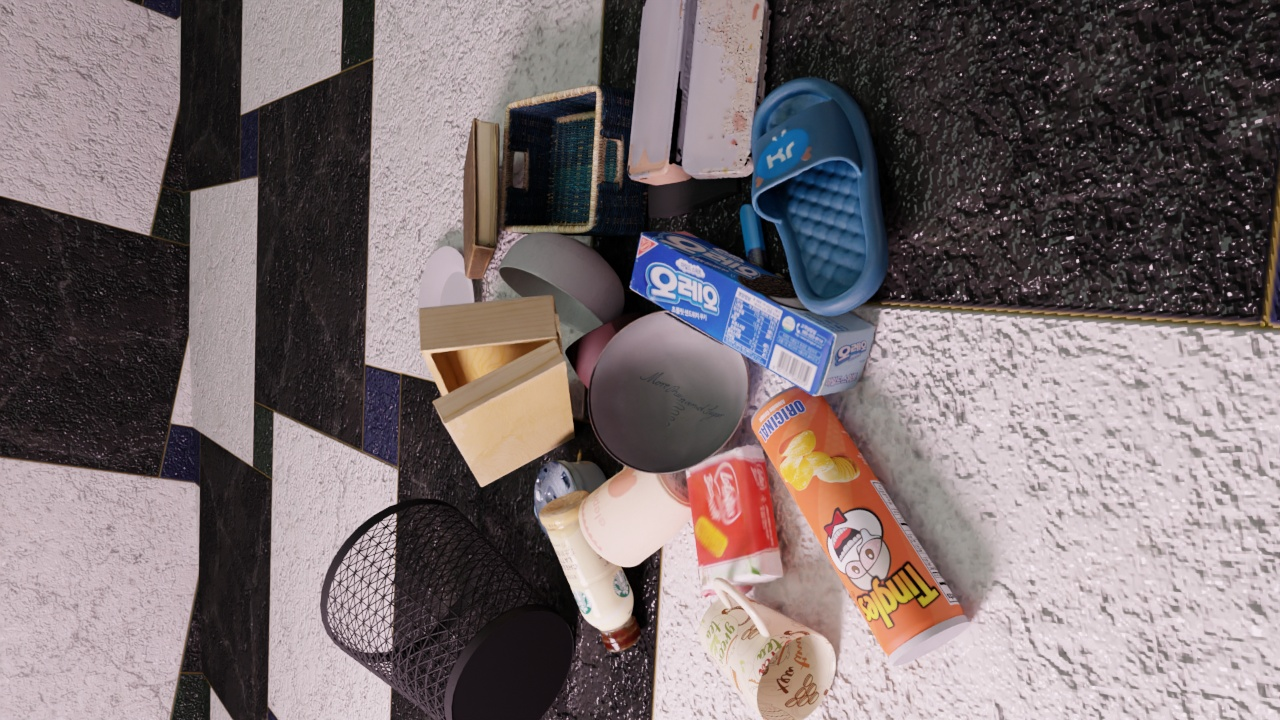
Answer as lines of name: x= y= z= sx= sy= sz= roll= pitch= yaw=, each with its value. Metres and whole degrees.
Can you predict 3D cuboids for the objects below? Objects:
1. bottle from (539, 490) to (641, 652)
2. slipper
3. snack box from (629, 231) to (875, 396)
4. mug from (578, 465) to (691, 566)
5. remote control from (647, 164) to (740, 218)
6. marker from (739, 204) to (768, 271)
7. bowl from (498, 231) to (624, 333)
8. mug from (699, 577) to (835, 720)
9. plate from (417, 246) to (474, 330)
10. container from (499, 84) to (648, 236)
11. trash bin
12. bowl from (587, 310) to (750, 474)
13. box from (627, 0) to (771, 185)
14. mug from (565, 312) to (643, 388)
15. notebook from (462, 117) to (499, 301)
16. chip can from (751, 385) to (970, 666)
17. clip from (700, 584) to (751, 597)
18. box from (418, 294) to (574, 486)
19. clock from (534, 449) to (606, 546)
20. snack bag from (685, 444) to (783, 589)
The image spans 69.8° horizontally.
bottle: x=-0.047 y=0.215 z=0.929 sx=0.057 sy=0.056 sz=0.162 roll=-12 pitch=103 yaw=52
slipper: x=0.134 y=-0.135 z=0.707 sx=0.104 sy=0.059 sz=0.213 roll=-32 pitch=56 yaw=35
snack box: x=0.086 y=-0.046 z=0.768 sx=0.226 sy=0.059 sz=0.059 roll=32 pitch=120 yaw=40
mug: x=0.006 y=0.126 z=0.884 sx=0.105 sy=0.085 sz=0.111 roll=-42 pitch=29 yaw=33
remote control: x=0.047 y=-0.161 z=0.871 sx=0.125 sy=0.010 sz=0.039 roll=-3 pitch=88 yaw=51
marker: x=0.104 y=-0.076 z=0.798 sx=0.018 sy=0.015 sz=0.123 roll=-14 pitch=82 yaw=45
bowl: x=-0.074 y=-0.086 z=0.946 sx=0.132 sy=0.132 sz=0.064 roll=13 pitch=69 yaw=51
mug: x=0.090 y=0.225 z=0.754 sx=0.097 sy=0.081 sz=0.122 roll=25 pitch=148 yaw=57
plate: x=-0.261 y=-0.070 z=1.263 sx=0.173 sy=0.019 sz=0.173 roll=1 pitch=91 yaw=52
container: x=-0.071 y=-0.205 z=0.973 sx=0.188 sy=0.071 sz=0.145 roll=11 pitch=99 yaw=52
trash bin: x=-0.218 y=0.310 z=1.074 sx=0.243 sy=0.216 sz=0.217 roll=23 pitch=108 yaw=43
bowl: x=0.031 y=0.033 z=0.837 sx=0.151 sy=0.056 sz=0.150 roll=-4 pitch=76 yaw=17
box: x=0.057 y=-0.272 z=0.836 sx=0.154 sy=0.058 sz=0.216 roll=8 pitch=92 yaw=52
mug: x=-0.005 y=0.005 z=0.900 sx=0.114 sy=0.087 sz=0.088 roll=-30 pitch=82 yaw=19
notebook: x=-0.191 y=-0.164 z=1.094 sx=0.216 sy=0.034 sz=0.190 roll=168 pitch=102 yaw=-76
chip can: x=0.159 y=0.117 z=0.690 sx=0.062 sy=0.062 sz=0.210 roll=-55 pitch=50 yaw=37
clip: x=0.079 y=0.215 z=0.829 sx=0.059 sy=0.022 sz=0.038 roll=-52 pitch=48 yaw=36
box: x=-0.132 y=0.043 z=0.925 sx=0.249 sy=0.140 sz=0.122 roll=98 pitch=168 yaw=-69
clock: x=-0.078 y=0.162 z=1.006 sx=0.088 sy=0.051 sz=0.125 roll=52 pitch=130 yaw=36
snack bag: x=0.080 y=0.138 z=0.801 sx=0.077 sy=0.036 sz=0.115 roll=-27 pitch=62 yaw=43
